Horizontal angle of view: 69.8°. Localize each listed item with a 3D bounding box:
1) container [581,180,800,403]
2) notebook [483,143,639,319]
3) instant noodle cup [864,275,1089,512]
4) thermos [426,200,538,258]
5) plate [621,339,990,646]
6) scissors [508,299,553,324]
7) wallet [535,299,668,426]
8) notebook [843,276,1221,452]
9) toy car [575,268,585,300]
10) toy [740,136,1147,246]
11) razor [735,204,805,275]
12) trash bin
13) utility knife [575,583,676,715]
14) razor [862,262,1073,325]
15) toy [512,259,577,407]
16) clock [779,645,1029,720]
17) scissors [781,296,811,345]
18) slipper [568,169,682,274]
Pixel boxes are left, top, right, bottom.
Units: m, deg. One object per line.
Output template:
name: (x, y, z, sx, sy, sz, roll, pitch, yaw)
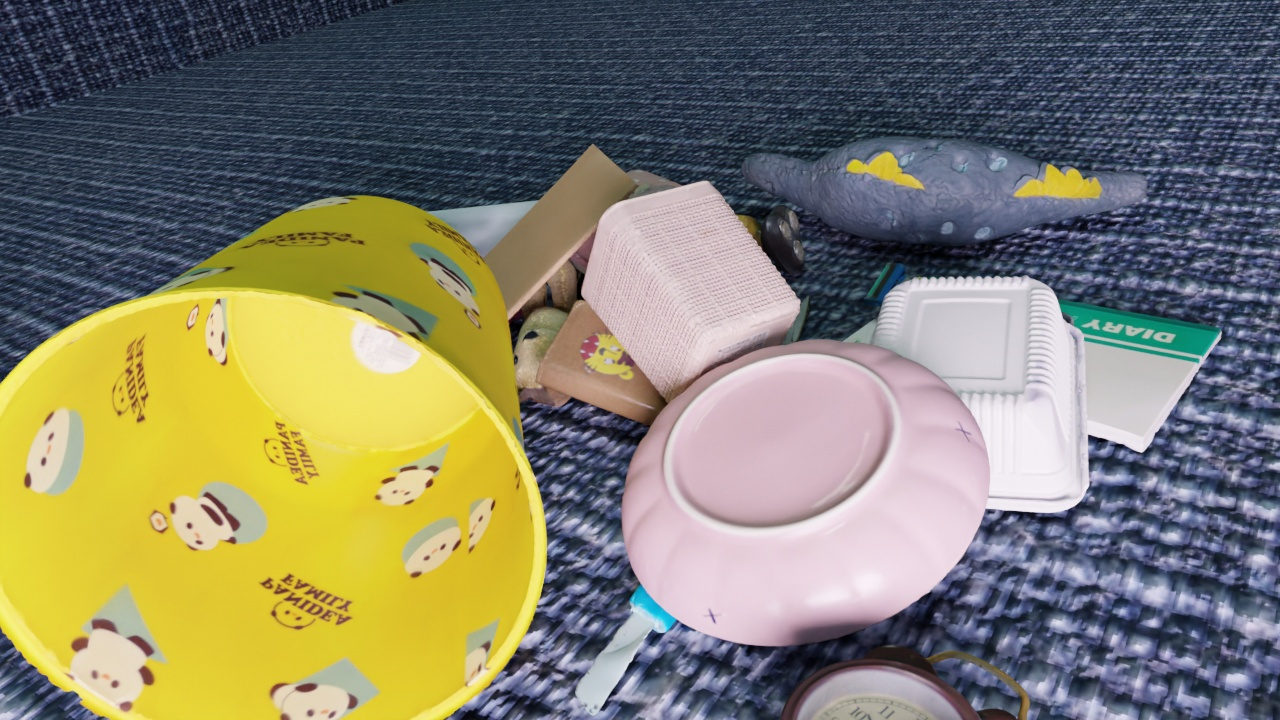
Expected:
container: (0.033, -0.039, 0.583, 0.090, 0.090, 0.111, -19, 59, -29)
notebook: (-0.095, -0.081, 0.732, 0.211, 0.012, 0.149, -45, 27, 7)
instant noodle cup: (0.193, 0.007, 0.552, 0.138, 0.060, 0.173, 1, 36, 24)
thermos: (-0.181, -0.111, 0.883, 0.224, 0.073, 0.073, -4, 30, 10)
plate: (0.075, 0.051, 0.469, 0.193, 0.039, 0.192, -16, 38, 13)
scissors: (-0.085, -0.045, 0.793, 0.135, 0.017, 0.064, -4, 30, 2)
wallet: (-0.004, 0.004, 0.619, 0.115, 0.033, 0.090, 19, 42, 4)
notebook: (0.260, -0.009, 0.631, 0.209, 0.012, 0.150, 18, 39, 40)
toy car: (0.009, -0.065, 0.764, 0.158, 0.042, 0.070, -21, 39, -9)
toy: (0.244, -0.152, 0.805, 0.357, 0.091, 0.137, 9, 22, 25)
razor: (0.076, -0.114, 0.827, 0.168, 0.062, 0.067, 16, 69, 46)
trash bin: (-0.166, 0.031, 0.489, 0.229, 0.230, 0.255, -10, 24, -2)
utility knife: (0.023, 0.109, 0.488, 0.034, 0.018, 0.202, 10, 36, 29)
razor: (0.234, -0.038, 0.654, 0.143, 0.022, 0.042, 17, 61, 36)
toy: (-0.071, -0.027, 0.694, 0.105, 0.066, 0.157, -17, 39, 7)
clock: (0.099, 0.153, 0.349, 0.121, 0.055, 0.082, -26, 33, -29)
scissors: (0.096, -0.008, 0.674, 0.142, 0.014, 0.173, -16, 30, -13)
slipper: (0.009, -0.099, 0.730, 0.114, 0.054, 0.274, -27, 41, -20)
